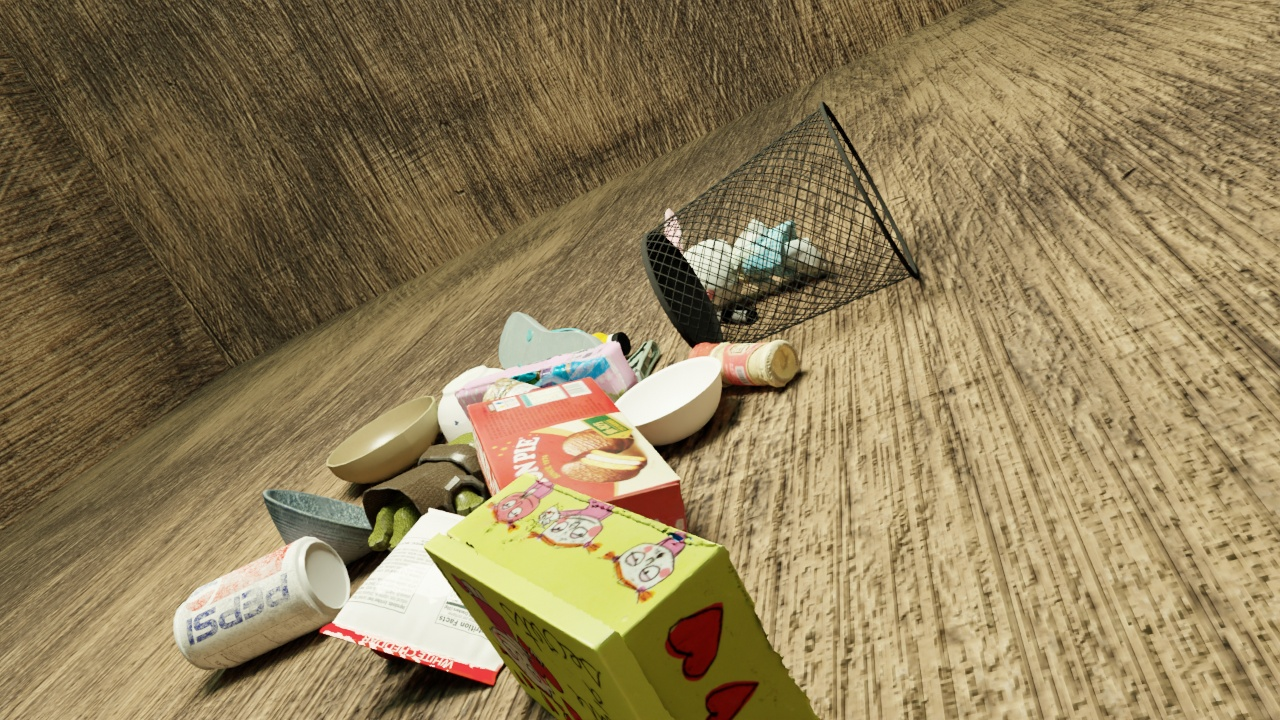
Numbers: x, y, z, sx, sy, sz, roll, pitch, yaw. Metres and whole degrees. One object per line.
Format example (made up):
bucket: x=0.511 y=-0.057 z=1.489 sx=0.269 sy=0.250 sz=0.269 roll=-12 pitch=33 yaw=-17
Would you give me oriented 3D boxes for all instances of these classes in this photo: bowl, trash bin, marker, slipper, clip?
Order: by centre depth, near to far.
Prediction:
bowl: x=0.029 y=0.043 z=0.802 sx=0.110 sy=0.040 sz=0.109 roll=-26 pitch=17 yaw=8
trash bin: x=0.127 y=-0.110 z=0.881 sx=0.211 sy=0.184 sz=0.183 roll=-29 pitch=16 yaw=21
bowl: x=-0.310 y=0.174 z=0.903 sx=0.137 sy=0.137 sz=0.057 roll=6 pitch=78 yaw=62
clip: x=0.001 y=0.002 z=1.001 sx=0.059 sy=0.023 sz=0.075 roll=-14 pitch=24 yaw=36
marker: x=0.086 y=-0.051 z=1.031 sx=0.016 sy=0.016 sz=0.141 roll=-35 pitch=18 yaw=-20
slipper: x=-0.092 y=0.009 z=1.041 sx=0.269 sy=0.054 sz=0.098 roll=21 pitch=95 yaw=57
bowl: x=-0.199 y=0.048 z=1.117 sx=0.113 sy=0.063 sz=0.113 roll=-27 pitch=17 yaw=9
bowl: x=-0.310 y=0.107 z=1.142 sx=0.152 sy=0.050 sz=0.152 roll=-26 pitch=17 yaw=8

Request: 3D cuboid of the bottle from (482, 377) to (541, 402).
bottle: x=-0.093 y=0.055 z=0.867 sx=0.105 sy=0.056 sz=0.056 roll=15 pitch=38 yaw=26

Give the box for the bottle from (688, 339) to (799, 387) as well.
bottle: x=0.090 y=0.004 z=0.819 sx=0.044 sy=0.044 sz=0.109 roll=-39 pitch=21 yaw=-31

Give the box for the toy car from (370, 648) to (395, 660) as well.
toy car: x=-0.168 y=0.188 z=0.695 sx=0.036 sy=0.042 sz=0.091 roll=18 pitch=38 yaw=35

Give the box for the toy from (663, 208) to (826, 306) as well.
toy: x=0.109 y=-0.098 z=1.024 sx=0.206 sy=0.131 sz=0.105 roll=2 pitch=45 yaw=35

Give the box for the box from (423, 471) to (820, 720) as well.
box: x=-0.020 y=0.138 z=0.469 sx=0.080 sy=0.124 sz=0.221 roll=-36 pitch=20 yaw=-22

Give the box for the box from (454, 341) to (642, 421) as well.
box: x=-0.089 y=0.037 z=0.932 sx=0.231 sy=0.084 sz=0.053 roll=-14 pitch=23 yaw=41

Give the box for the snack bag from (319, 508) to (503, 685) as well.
snack bag: x=-0.133 y=0.161 z=0.663 sx=0.131 sy=0.039 sz=0.143 roll=11 pitch=31 yaw=16

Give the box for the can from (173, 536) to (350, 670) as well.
can: x=-0.333 y=0.216 z=0.812 sx=0.136 sy=0.078 sz=0.078 roll=-26 pitch=17 yaw=9

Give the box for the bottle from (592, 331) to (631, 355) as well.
bottle: x=-0.077 y=-0.002 z=1.099 sx=0.144 sy=0.043 sz=0.043 roll=-18 pitch=20 yaw=32

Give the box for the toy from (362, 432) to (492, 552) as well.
toy: x=-0.180 y=0.122 z=0.842 sx=0.180 sy=0.078 sz=0.152 roll=-8 pitch=19 yaw=42

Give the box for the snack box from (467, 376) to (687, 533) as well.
snack box: x=-0.057 y=0.083 z=0.696 sx=0.113 sy=0.060 sz=0.236 roll=-13 pitch=19 yaw=-15
